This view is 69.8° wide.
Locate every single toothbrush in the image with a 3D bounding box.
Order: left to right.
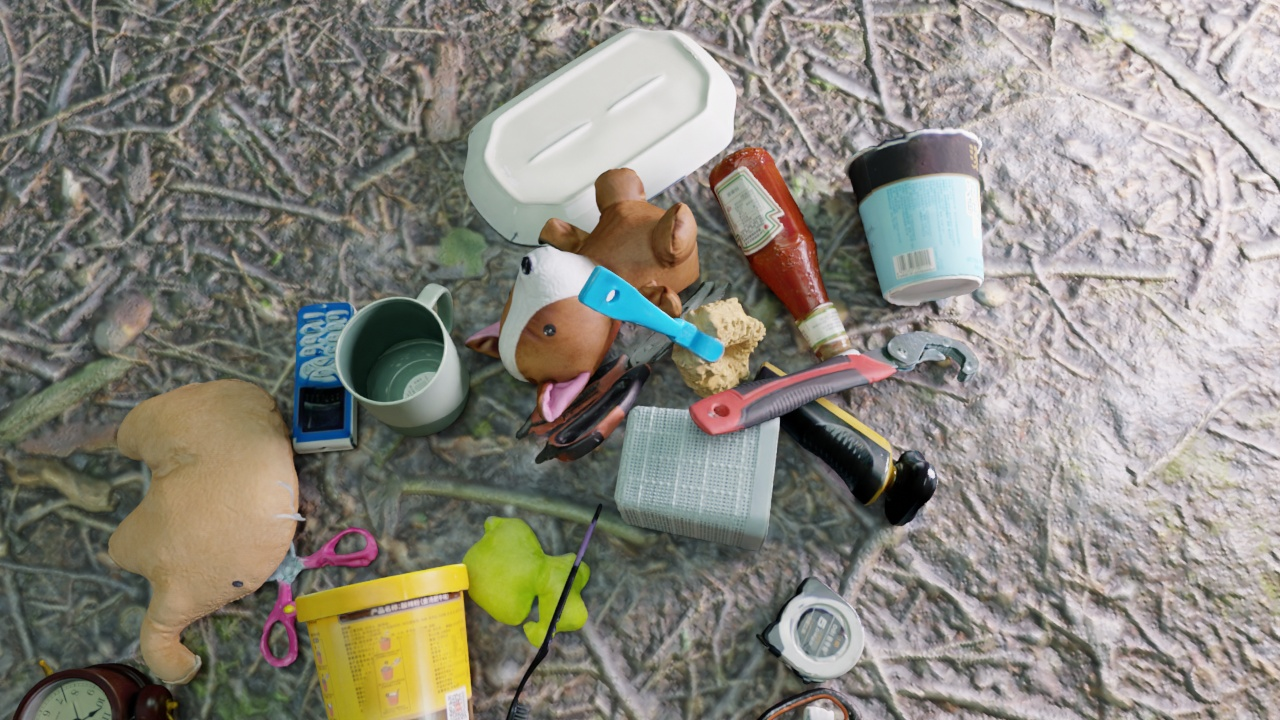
[{"bbox_3d":[-0.062,0.192,0.668,0.017,0.014,0.189,22,90,-6],"label":"toothbrush"},{"bbox_3d":[0.206,0.271,0.661,0.181,0.016,0.018,7,62,4],"label":"toothbrush"}]

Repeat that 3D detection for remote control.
[{"bbox_3d":[-0.257,0.013,0.754,0.049,0.024,0.124,-5,70,-1],"label":"remote control"}]

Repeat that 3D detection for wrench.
[{"bbox_3d":[0.152,0.015,0.694,0.272,0.016,0.056,-11,48,-29],"label":"wrench"}]

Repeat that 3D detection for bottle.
[{"bbox_3d":[0.124,-0.080,0.764,0.059,0.060,0.206,-24,78,-7],"label":"bottle"}]

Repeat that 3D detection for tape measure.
[{"bbox_3d":[0.130,0.203,0.677,0.066,0.033,0.065,41,78,16],"label":"tape measure"}]

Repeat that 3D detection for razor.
[{"bbox_3d":[0.155,0.059,0.722,0.167,0.062,0.067,38,45,19],"label":"razor"}]

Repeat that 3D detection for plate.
[{"bbox_3d":[-0.036,-0.210,0.823,0.265,0.034,0.162,-34,73,-10],"label":"plate"}]

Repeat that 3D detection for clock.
[{"bbox_3d":[-0.384,0.262,0.653,0.122,0.055,0.082,19,72,6],"label":"clock"}]

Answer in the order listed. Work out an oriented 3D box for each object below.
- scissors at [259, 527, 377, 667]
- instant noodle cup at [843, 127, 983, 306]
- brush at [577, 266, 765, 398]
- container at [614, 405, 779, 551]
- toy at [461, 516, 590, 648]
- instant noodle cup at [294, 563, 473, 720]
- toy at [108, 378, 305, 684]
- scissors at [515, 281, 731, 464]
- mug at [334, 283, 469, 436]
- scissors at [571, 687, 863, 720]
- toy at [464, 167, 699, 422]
[{"bbox_3d":[-0.266,0.165,0.708,0.134,0.017,0.133,-15,68,1],"label":"scissors"},{"bbox_3d":[0.232,-0.112,0.754,0.111,0.111,0.120,-6,79,-1],"label":"instant noodle cup"},{"bbox_3d":[0.027,-0.023,0.656,0.046,0.254,0.083,34,96,27],"label":"brush"},{"bbox_3d":[0.042,0.087,0.691,0.111,0.090,0.089,7,71,6],"label":"container"},{"bbox_3d":[-0.089,0.167,0.694,0.100,0.031,0.096,2,73,1],"label":"toy"},{"bbox_3d":[-0.171,0.210,0.640,0.118,0.118,0.114,-12,78,-3],"label":"instant noodle cup"},{"bbox_3d":[-0.326,0.122,0.691,0.143,0.082,0.225,-10,71,8],"label":"toy"},{"bbox_3d":[-0.012,0.002,0.744,0.199,0.015,0.204,-18,31,21],"label":"scissors"},{"bbox_3d":[-0.175,-0.003,0.715,0.082,0.106,0.111,19,72,8],"label":"mug"},{"bbox_3d":[0.063,0.308,0.642,0.221,0.022,0.227,-36,78,-4],"label":"scissors"},{"bbox_3d":[-0.043,-0.056,0.728,0.199,0.130,0.140,-46,48,-3],"label":"toy"}]
